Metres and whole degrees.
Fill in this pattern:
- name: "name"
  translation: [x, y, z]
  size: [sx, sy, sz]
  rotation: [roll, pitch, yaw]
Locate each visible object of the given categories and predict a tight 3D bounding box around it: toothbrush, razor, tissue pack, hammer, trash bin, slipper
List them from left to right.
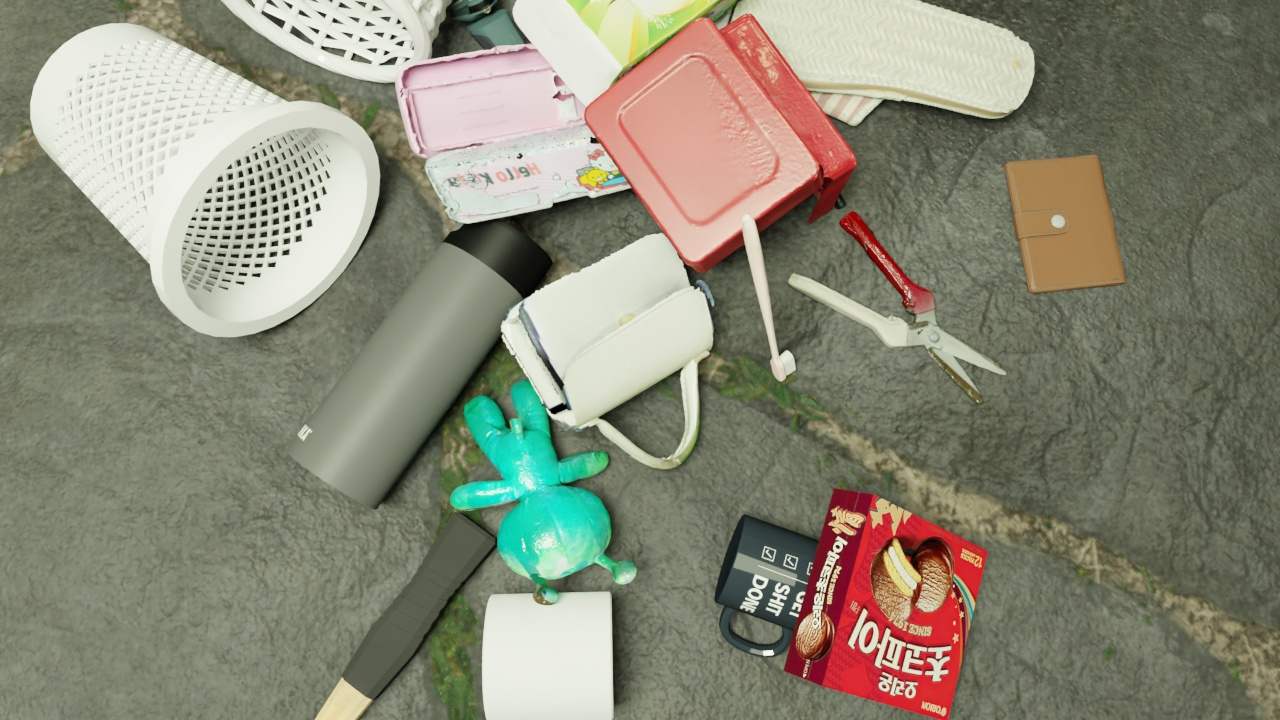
- name: "trash bin"
  translation: [-0.348, -0.154, 0.716]
  size: [0.199, 0.195, 0.195]
  rotation: [35, 79, 16]
- name: "hammer"
  translation: [-0.223, 0.261, 0.695]
  size: [0.131, 0.039, 0.327]
  rotation: [35, 79, 7]
- name: "razor"
  translation: [-0.112, -0.267, 0.810]
  size: [0.047, 0.052, 0.143]
  rotation: [-35, 90, -9]
- name: "tissue pack"
  translation: [0.015, -0.309, 0.714]
  size: [0.120, 0.142, 0.197]
  rotation: [44, 67, -8]
- name: "toothbrush"
  translation: [0.099, -0.045, 0.708]
  size: [0.018, 0.181, 0.015]
  rotation: [-35, 48, -12]
- name: "slipper"
  translation: [0.208, -0.265, 0.811]
  size: [0.263, 0.052, 0.115]
  rotation: [13, 80, 6]

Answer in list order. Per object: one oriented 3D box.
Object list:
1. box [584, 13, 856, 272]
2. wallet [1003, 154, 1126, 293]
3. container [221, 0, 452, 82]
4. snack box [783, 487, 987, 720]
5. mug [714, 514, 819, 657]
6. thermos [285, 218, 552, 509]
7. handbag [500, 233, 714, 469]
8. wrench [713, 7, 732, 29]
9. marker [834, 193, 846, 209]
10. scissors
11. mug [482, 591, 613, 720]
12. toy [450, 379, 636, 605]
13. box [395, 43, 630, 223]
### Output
- name: "box"
  translation: [0.060, -0.164, 0.731]
  size: [0.170, 0.157, 0.156]
  rotation: [-32, 79, -9]
- name: "wallet"
  translation: [0.371, -0.121, 0.802]
  size: [0.087, 0.013, 0.121]
  rotation: [-5, 78, -2]
- name: "container"
  translation: [-0.233, -0.361, 0.752]
  size: [0.189, 0.189, 0.186]
  rotation: [17, 77, 2]
- name: "snack box"
  translation: [0.185, 0.182, 0.677]
  size: [0.152, 0.036, 0.132]
  rotation: [27, 75, -35]
- name: "mug"
  translation: [0.100, 0.180, 0.709]
  size: [0.077, 0.071, 0.105]
  rotation: [19, 105, 3]
- name: "thermos"
  translation: [-0.172, -0.005, 0.730]
  size: [0.082, 0.082, 0.240]
  rotation: [33, 79, 6]
- name: "handbag"
  translation: [-0.004, 0.004, 0.722]
  size: [0.151, 0.074, 0.176]
  rotation: [-29, 95, -24]
- name: "wrench"
  translation: [0.082, -0.363, 0.847]
  size: [0.066, 0.018, 0.273]
  rotation: [17, 79, 3]
- name: "marker"
  translation: [0.137, -0.198, 0.794]
  size: [0.011, 0.011, 0.152]
  rotation: [-34, 98, -8]
- name: "scissors"
  translation: [0.216, -0.046, 0.783]
  size: [0.179, 0.015, 0.185]
  rotation: [-2, 78, -3]
- name: "mug"
  translation: [-0.066, 0.233, 0.684]
  size: [0.090, 0.091, 0.121]
  rotation: [-1, 111, -2]
- name: "toy"
  translation: [-0.078, 0.099, 0.708]
  size: [0.130, 0.072, 0.193]
  rotation: [-19, 63, -17]
- name: "box"
  translation: [-0.088, -0.188, 0.757]
  size: [0.201, 0.067, 0.153]
  rotation: [-18, 85, -26]
